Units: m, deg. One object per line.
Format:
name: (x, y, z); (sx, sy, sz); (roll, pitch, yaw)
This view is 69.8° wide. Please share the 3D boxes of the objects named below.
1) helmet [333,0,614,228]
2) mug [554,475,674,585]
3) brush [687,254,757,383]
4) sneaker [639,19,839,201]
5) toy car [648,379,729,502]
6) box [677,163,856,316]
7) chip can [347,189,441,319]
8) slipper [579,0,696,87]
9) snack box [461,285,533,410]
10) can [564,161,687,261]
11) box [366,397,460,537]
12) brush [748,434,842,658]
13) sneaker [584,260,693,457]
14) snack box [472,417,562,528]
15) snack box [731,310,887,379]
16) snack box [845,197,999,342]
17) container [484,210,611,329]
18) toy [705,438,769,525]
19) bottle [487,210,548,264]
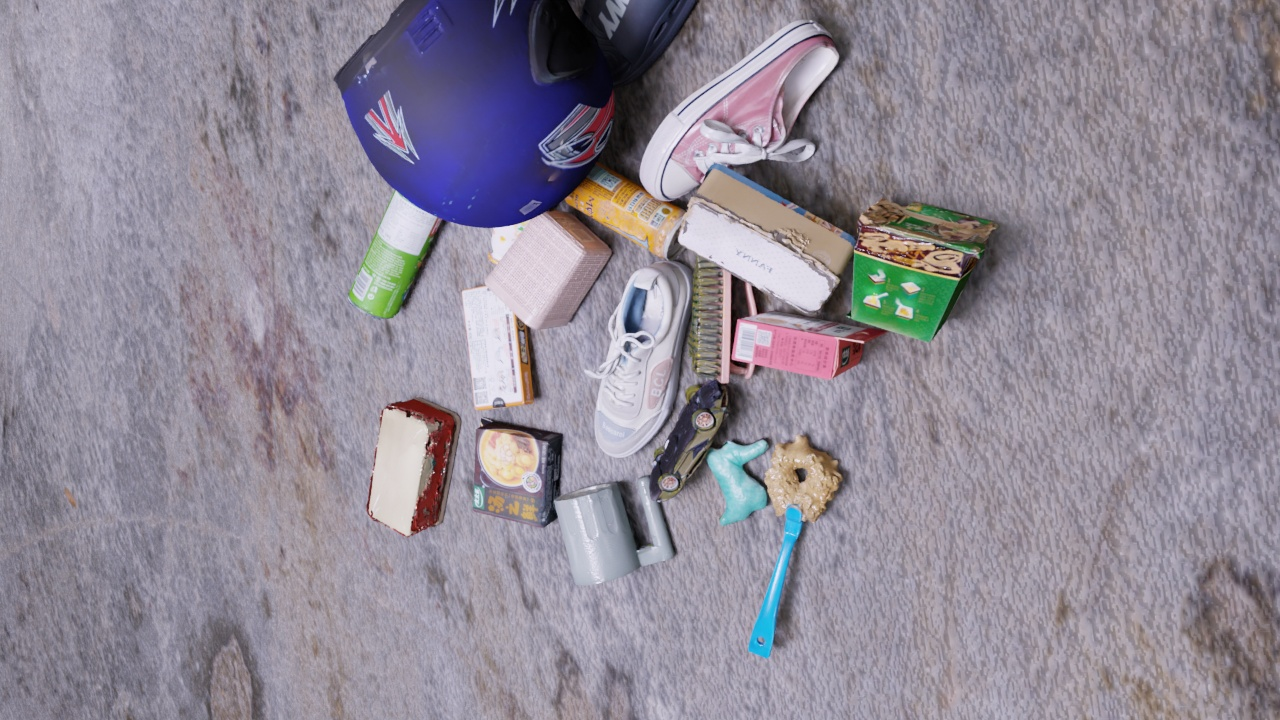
helmet: (-0.144, -0.276, 0.943); (0.248, 0.314, 0.240); (-27, 117, 41)
mug: (-0.032, 0.199, 1.088); (0.124, 0.083, 0.103); (-16, 90, 2)
brush: (0.091, -0.051, 0.990); (0.073, 0.063, 0.146); (1, 98, -3)
sneaker: (0.103, -0.233, 0.927); (0.242, 0.118, 0.087); (-37, 60, 22)
toy car: (0.052, 0.092, 1.028); (0.042, 0.070, 0.158); (23, 113, -15)
box: (0.119, -0.122, 0.922); (0.184, 0.059, 0.090); (33, 153, 5)
chip can: (-0.295, -0.165, 1.158); (0.072, 0.072, 0.236); (39, 113, 17)
slipper: (0.010, -0.414, 0.956); (0.110, 0.083, 0.269); (47, 114, 15)
snack box: (-0.177, -0.018, 1.134); (0.075, 0.026, 0.153); (-8, 87, 25)
can: (-0.013, -0.168, 1.021); (0.146, 0.058, 0.058); (33, 111, 19)
box: (-0.304, 0.142, 1.209); (0.091, 0.080, 0.168); (20, 108, 24)
brush: (0.156, 0.206, 0.998); (0.083, 0.045, 0.255); (15, 100, 19)
sneaker: (-0.006, 0.006, 1.028); (0.089, 0.090, 0.242); (24, 109, 23)
snack box: (-0.163, 0.140, 1.158); (0.126, 0.053, 0.113); (8, 102, 21)
snack box: (0.171, -0.015, 0.920); (0.127, 0.113, 0.044); (12, 102, 25)
snack box: (0.262, -0.084, 0.872); (0.118, 0.118, 0.106); (20, 119, 24)
container: (-0.103, -0.108, 1.062); (0.090, 0.090, 0.111); (43, 111, 15)
toy: (0.110, 0.129, 1.024); (0.097, 0.030, 0.092); (-31, 86, 22)
bottle: (-0.146, -0.164, 1.086); (0.063, 0.063, 0.108); (33, 111, 19)
